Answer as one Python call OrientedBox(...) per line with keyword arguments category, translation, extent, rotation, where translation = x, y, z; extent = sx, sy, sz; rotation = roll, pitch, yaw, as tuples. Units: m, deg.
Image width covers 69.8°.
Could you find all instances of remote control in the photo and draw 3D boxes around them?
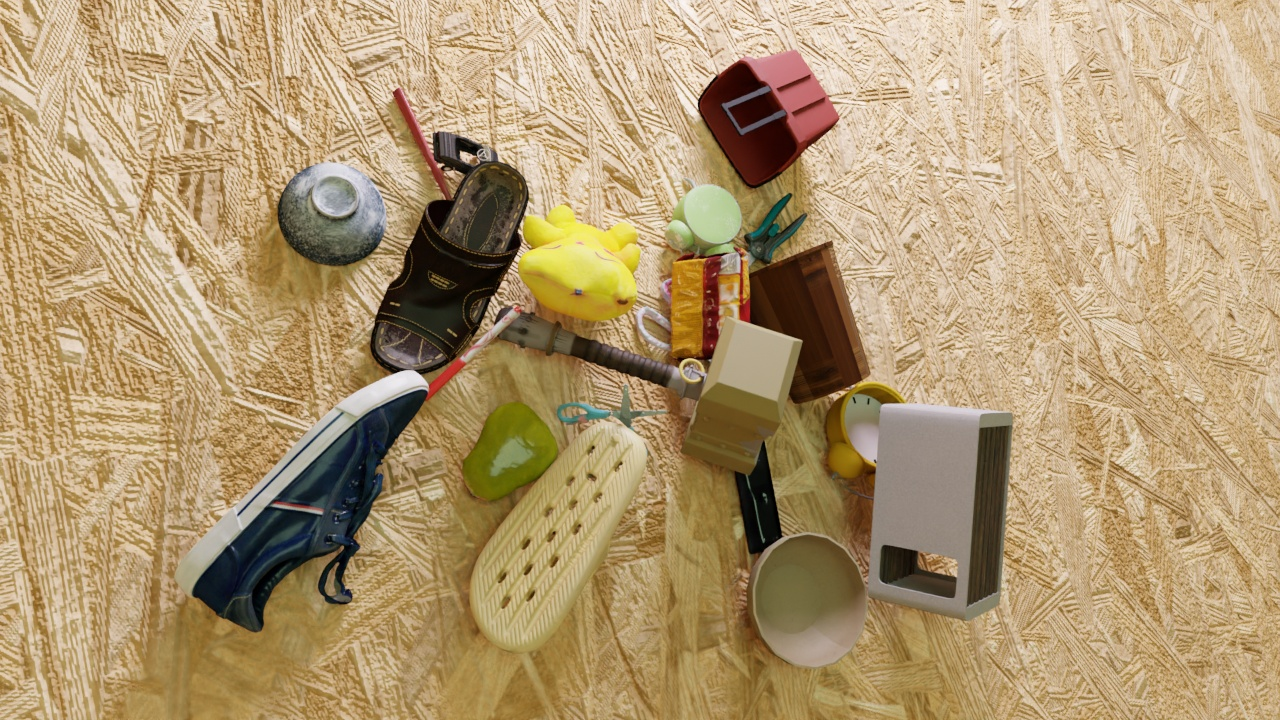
OrientedBox(category="remote control", translation=(0.140, 0.153, 1.100), extent=(0.047, 0.022, 0.150), rotation=(-6, 79, -22))

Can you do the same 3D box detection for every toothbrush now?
OrientedBox(category="toothbrush", translation=(-0.242, -0.225, 1.050), extent=(0.016, 0.016, 0.190), rotation=(-24, 86, -20))

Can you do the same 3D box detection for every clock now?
OrientedBox(category="clock", translation=(0.289, 0.100, 1.156), extent=(0.113, 0.052, 0.151), rotation=(20, 66, -16))
OrientedBox(category="clock", translation=(0.080, -0.170, 1.146), extent=(0.094, 0.043, 0.119), rotation=(19, 71, -15))

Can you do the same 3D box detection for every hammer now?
OrientedBox(category="hammer", translation=(-0.006, 0.006, 1.020), extent=(0.325, 0.191, 0.100), rotation=(18, 63, 3))

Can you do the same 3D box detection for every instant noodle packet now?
OrientedBox(category="instant noodle packet", translation=(0.083, -0.066, 1.078), extent=(0.039, 0.099, 0.135), rotation=(10, 79, -58))

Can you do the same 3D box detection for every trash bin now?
OrientedBox(category="trash bin", translation=(0.352, 0.170, 1.074), extent=(0.114, 0.115, 0.229), rotation=(2, 92, -50))

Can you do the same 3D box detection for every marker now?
OrientedBox(category="marker", translation=(-0.183, -0.009, 0.994), extent=(0.142, 0.013, 0.013), rotation=(-43, 95, -3))

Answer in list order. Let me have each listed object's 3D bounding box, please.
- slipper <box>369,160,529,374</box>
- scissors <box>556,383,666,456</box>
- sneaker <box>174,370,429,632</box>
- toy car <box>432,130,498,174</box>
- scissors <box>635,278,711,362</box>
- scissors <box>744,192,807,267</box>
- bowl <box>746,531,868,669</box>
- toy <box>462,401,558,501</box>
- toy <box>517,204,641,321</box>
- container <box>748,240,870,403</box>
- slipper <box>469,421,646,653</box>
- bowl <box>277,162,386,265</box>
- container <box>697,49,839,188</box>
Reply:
OrientedBox(category="slipper", translation=(-0.200, -0.104, 0.993), extent=(0.113, 0.076, 0.267), rotation=(30, 77, -12))
OrientedBox(category="scissors", translation=(-0.024, 0.075, 1.021), extent=(0.134, 0.135, 0.015), rotation=(60, 41, -35))
OrientedBox(category="sneaker", translation=(-0.293, 0.140, 0.894), extent=(0.127, 0.121, 0.293), rotation=(38, 69, 5))
OrientedBox(category="toy car", translation=(-0.196, -0.232, 1.043), extent=(0.092, 0.037, 0.040), rotation=(11, 68, -53))
OrientedBox(category="scissors", translation=(0.065, -0.011, 1.119), extent=(0.102, 0.016, 0.179), rotation=(-41, 97, -25))
OrientedBox(category="scissors", translation=(0.163, -0.164, 1.188), extent=(0.127, 0.019, 0.142), rotation=(5, 82, -26))
OrientedBox(category="bowl", translation=(0.187, 0.278, 1.070), extent=(0.152, 0.051, 0.152), rotation=(5, 76, -20))
OrientedBox(category="toy", translation=(-0.145, 0.101, 0.988), extent=(0.109, 0.051, 0.090), rotation=(-41, 91, -22))
OrientedBox(category="toy", translation=(-0.071, -0.102, 1.003), extent=(0.134, 0.193, 0.088), rotation=(16, 114, -8))
OrientedBox(category="container", translation=(0.203, -0.043, 1.121), extent=(0.132, 0.132, 0.167), rotation=(-23, 92, -24))
OrientedBox(category="slipper", translation=(-0.084, 0.184, 0.976), extent=(0.111, 0.079, 0.261), rotation=(30, 74, 13))
OrientedBox(category="bowl", translation=(-0.327, -0.165, 0.979), extent=(0.114, 0.061, 0.114), rotation=(6, 74, -20))
OrientedBox(category="container", translation=(0.142, -0.300, 1.155), extent=(0.200, 0.127, 0.148), rotation=(-33, 91, -35))
